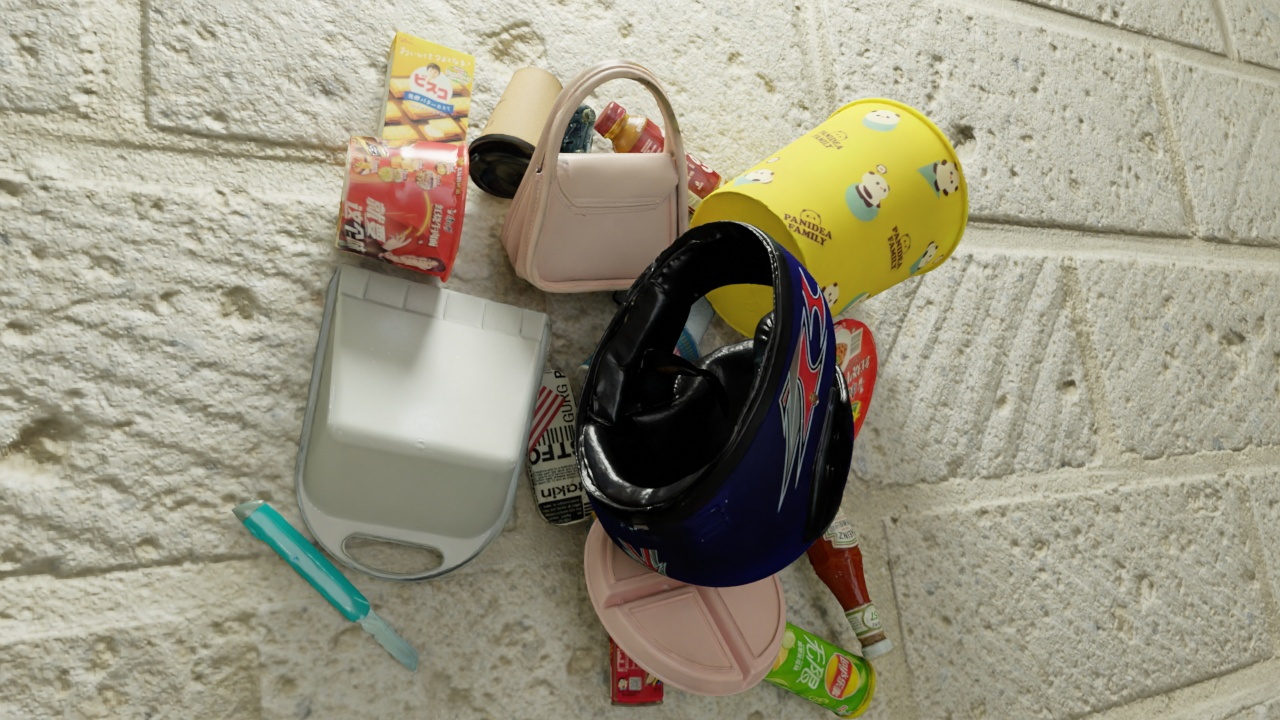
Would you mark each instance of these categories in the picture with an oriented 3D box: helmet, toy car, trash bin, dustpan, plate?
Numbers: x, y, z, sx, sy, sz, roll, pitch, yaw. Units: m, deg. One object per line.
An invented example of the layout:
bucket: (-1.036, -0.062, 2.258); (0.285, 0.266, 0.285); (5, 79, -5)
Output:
helmet: (0.087, 0.057, 0.871); (0.240, 0.248, 0.315); (36, 71, -48)
toy car: (-0.073, -0.247, 1.041); (0.034, 0.043, 0.090); (31, 64, -50)
trash bin: (0.209, -0.154, 1.067); (0.254, 0.230, 0.229); (-31, 93, -30)
dustpan: (-0.213, 0.066, 0.879); (0.222, 0.143, 0.257); (14, 43, -17)
plate: (0.052, 0.222, 0.924); (0.229, 0.028, 0.229); (20, 39, -18)

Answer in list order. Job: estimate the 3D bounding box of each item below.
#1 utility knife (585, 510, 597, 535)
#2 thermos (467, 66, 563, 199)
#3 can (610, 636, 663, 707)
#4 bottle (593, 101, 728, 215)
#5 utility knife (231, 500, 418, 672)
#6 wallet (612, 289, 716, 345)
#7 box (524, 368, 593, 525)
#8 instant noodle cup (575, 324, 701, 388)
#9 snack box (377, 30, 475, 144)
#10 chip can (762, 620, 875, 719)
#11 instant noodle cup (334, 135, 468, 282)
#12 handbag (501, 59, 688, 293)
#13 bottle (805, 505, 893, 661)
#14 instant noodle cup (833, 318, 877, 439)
utility knife: (-0.015, 0.122, 0.989); (0.033, 0.015, 0.171); (36, 63, -14)
thermos: (-0.128, -0.243, 0.984); (0.093, 0.093, 0.143); (25, 58, -22)
can: (-0.004, 0.279, 0.932); (0.053, 0.053, 0.132); (7, 74, -28)
bottle: (0.024, -0.236, 1.082); (0.175, 0.058, 0.057); (35, 63, -18)
utility knife: (-0.277, 0.202, 0.821); (0.218, 0.013, 0.029); (47, 58, -8)
wallet: (0.033, -0.073, 1.069); (0.121, 0.019, 0.097); (36, 60, -15)
box: (-0.087, 0.087, 0.940); (0.068, 0.051, 0.164); (-15, 84, -9)
instant noodle cup: (-0.006, 0.006, 0.986); (0.109, 0.099, 0.099); (-38, 97, -23)
snack box: (-0.225, -0.267, 0.965); (0.086, 0.034, 0.140); (12, 70, -27)
chip can: (0.154, 0.320, 1.000); (0.221, 0.073, 0.072); (30, 64, -20)
instant noodle cup: (-0.230, -0.149, 0.877); (0.108, 0.138, 0.137); (7, 73, -20)
handbag: (-0.035, -0.188, 0.944); (0.193, 0.093, 0.235); (-8, 125, -30)
bottle: (0.229, 0.238, 1.047); (0.059, 0.060, 0.206); (-11, 70, -31)
instant noodle cup: (0.201, 0.037, 1.070); (0.193, 0.066, 0.194); (-24, 124, -42)
